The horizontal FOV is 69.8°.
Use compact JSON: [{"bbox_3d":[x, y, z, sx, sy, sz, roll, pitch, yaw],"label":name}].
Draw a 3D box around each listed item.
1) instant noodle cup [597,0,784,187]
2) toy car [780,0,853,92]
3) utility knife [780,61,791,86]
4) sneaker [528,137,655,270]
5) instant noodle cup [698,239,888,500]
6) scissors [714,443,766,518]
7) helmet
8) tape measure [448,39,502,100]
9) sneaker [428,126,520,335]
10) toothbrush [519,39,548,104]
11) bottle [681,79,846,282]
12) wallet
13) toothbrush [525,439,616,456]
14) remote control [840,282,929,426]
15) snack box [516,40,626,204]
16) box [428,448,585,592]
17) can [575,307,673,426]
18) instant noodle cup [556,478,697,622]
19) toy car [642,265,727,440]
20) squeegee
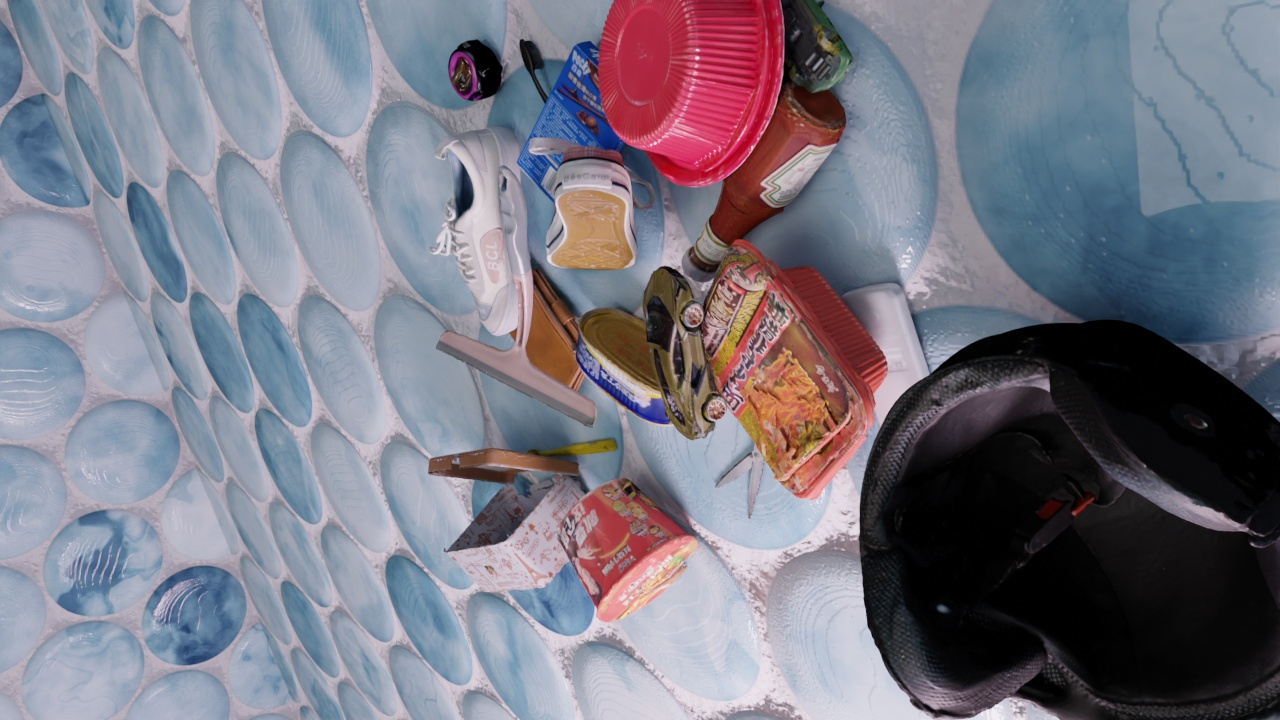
[{"bbox_3d":[0.025,-0.235,0.718,0.194,0.065,0.194,8,99,56],"label":"instant noodle cup"},{"bbox_3d":[0.121,-0.240,0.673,0.043,0.036,0.091,-46,67,47],"label":"toy car"},{"bbox_3d":[0.065,-0.240,0.753,0.165,0.015,0.033,19,119,42],"label":"utility knife"},{"bbox_3d":[-0.044,-0.148,0.844,0.241,0.118,0.087,103,170,-77],"label":"sneaker"},{"bbox_3d":[0.126,0.005,0.756,0.188,0.079,0.165,57,153,22],"label":"instant noodle cup"},{"bbox_3d":[0.117,0.089,0.892,0.176,0.014,0.159,-4,109,50],"label":"scissors"},{"bbox_3d":[0.275,0.100,0.554,0.274,0.229,0.234,43,131,11],"label":"helmet"},{"bbox_3d":[-0.176,-0.303,0.964,0.057,0.039,0.058,51,140,14],"label":"tape measure"},{"bbox_3d":[-0.181,-0.133,1.012,0.089,0.090,0.243,37,134,48],"label":"sneaker"},{"bbox_3d":[-0.080,-0.232,0.924,0.014,0.016,0.189,-6,110,54],"label":"toothbrush"},{"bbox_3d":[0.091,-0.137,0.753,0.060,0.059,0.207,52,141,13],"label":"bottle"},{"bbox_3d":[-0.104,-0.028,1.047,0.130,0.035,0.119,55,137,20],"label":"wallet"},{"bbox_3d":[-0.092,0.114,1.135,0.191,0.016,0.016,-13,102,51],"label":"toothbrush"},{"bbox_3d":[0.204,0.004,0.739,0.056,0.020,0.136,-9,105,51],"label":"remote control"},{"bbox_3d":[-0.059,-0.218,0.884,0.084,0.026,0.158,48,137,8],"label":"snack box"},{"bbox_3d":[-0.173,0.171,1.151,0.181,0.153,0.183,49,144,-15],"label":"box"},{"bbox_3d":[-0.006,0.005,0.930,0.148,0.074,0.049,37,138,28],"label":"can"},{"bbox_3d":[-0.023,0.207,1.028,0.108,0.137,0.138,48,140,27],"label":"instant noodle cup"},{"bbox_3d":[0.033,-0.005,0.805,0.070,0.042,0.158,20,125,63],"label":"toy car"},{"bbox_3d":[-0.128,-0.084,0.955,0.248,0.040,0.250,25,127,33],"label":"squeegee"}]
